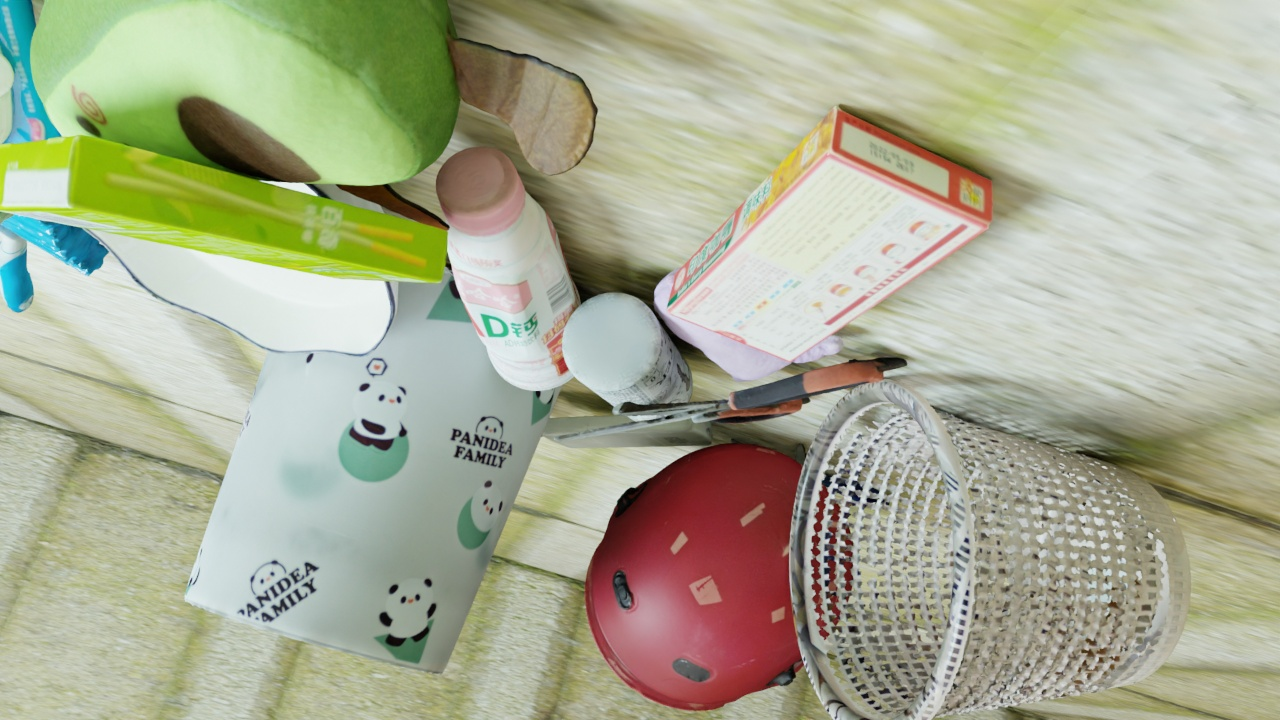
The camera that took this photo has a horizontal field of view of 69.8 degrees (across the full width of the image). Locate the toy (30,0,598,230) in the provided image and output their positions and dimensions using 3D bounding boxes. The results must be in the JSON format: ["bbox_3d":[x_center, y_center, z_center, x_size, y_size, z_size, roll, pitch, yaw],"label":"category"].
[{"bbox_3d":[-0.144,-0.115,0.349,0.247,0.089,0.227,-1,148,33],"label":"toy"}]

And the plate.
[{"bbox_3d":[-0.229,-0.079,0.523,0.205,0.045,0.205,13,145,9],"label":"plate"}]

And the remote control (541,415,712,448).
[{"bbox_3d":[-0.012,0.061,0.812,0.150,0.021,0.058,-4,161,23],"label":"remote control"}]

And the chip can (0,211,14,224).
[{"bbox_3d":[-0.402,-0.143,0.432,0.071,0.071,0.210,2,144,35],"label":"chip can"}]

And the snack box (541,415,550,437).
[{"bbox_3d":[-0.161,0.030,0.862,0.157,0.026,0.085,17,159,-4],"label":"snack box"}]

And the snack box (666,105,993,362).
[{"bbox_3d":[0.078,-0.048,0.425,0.077,0.027,0.156,21,152,-15],"label":"snack box"}]

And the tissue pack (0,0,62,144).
[{"bbox_3d":[-0.298,-0.126,0.375,0.094,0.052,0.157,-14,143,-29],"label":"tissue pack"}]

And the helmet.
[{"bbox_3d":[0.079,0.162,0.756,0.207,0.239,0.144,47,132,13],"label":"helmet"}]

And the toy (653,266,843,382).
[{"bbox_3d":[0.056,-0.021,0.533,0.084,0.038,0.108,-20,136,41],"label":"toy"}]

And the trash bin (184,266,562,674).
[{"bbox_3d":[-0.189,0.079,0.675,0.229,0.251,0.230,14,162,5],"label":"trash bin"}]

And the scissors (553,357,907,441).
[{"bbox_3d":[0.057,0.029,0.584,0.226,0.015,0.189,-12,170,1],"label":"scissors"}]

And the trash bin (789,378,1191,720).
[{"bbox_3d":[0.230,0.135,0.608,0.192,0.227,0.228,7,163,-13],"label":"trash bin"}]

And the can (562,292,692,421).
[{"bbox_3d":[-0.003,0.003,0.586,0.058,0.058,0.146,11,170,14],"label":"can"}]

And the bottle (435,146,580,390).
[{"bbox_3d":[-0.072,-0.047,0.522,0.068,0.068,0.197,12,158,10],"label":"bottle"}]

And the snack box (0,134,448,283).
[{"bbox_3d":[-0.167,-0.057,0.379,0.086,0.026,0.156,7,178,39],"label":"snack box"}]

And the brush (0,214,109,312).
[{"bbox_3d":[-0.429,-0.090,0.649,0.109,0.060,0.315,25,150,-7],"label":"brush"}]

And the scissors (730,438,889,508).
[{"bbox_3d":[0.156,0.109,0.859,0.176,0.012,0.163,20,160,-5],"label":"scissors"}]
